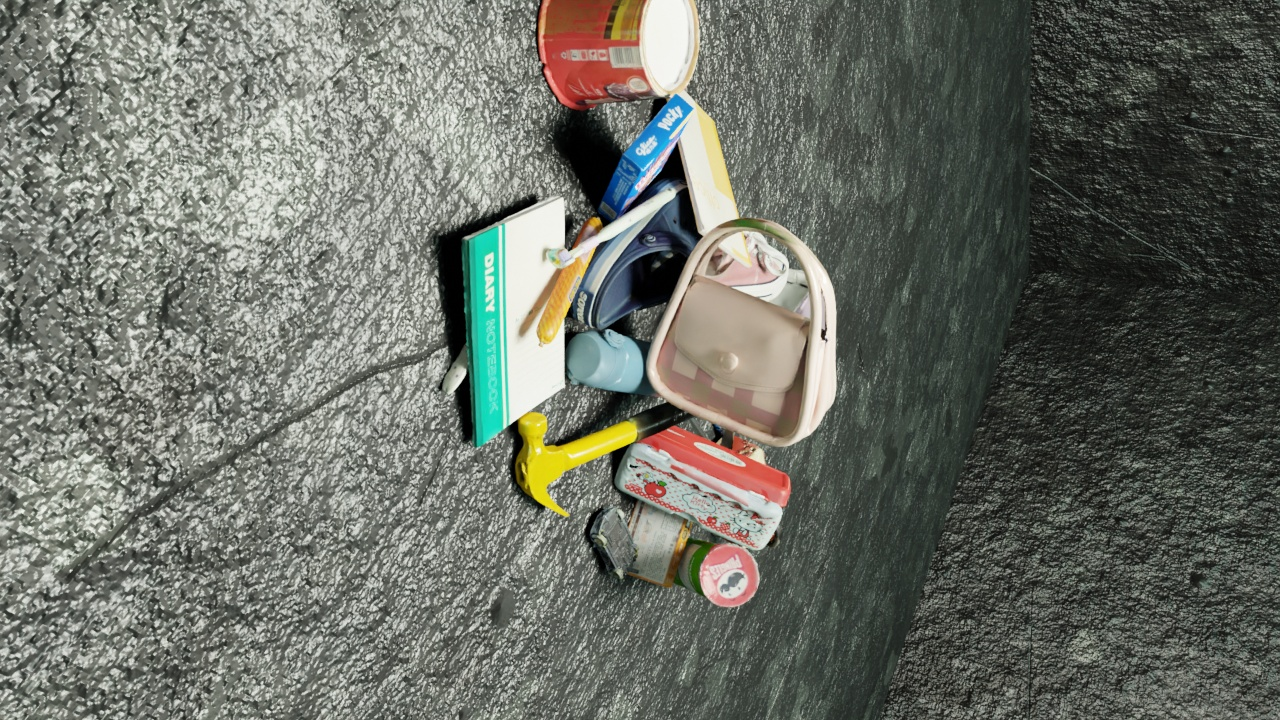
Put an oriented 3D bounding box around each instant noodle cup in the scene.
[{"bbox_3d":[-0.015,-0.307,0.880,0.137,0.109,0.138,-29,125,-52],"label":"instant noodle cup"}]

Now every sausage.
[{"bbox_3d":[-0.069,-0.080,0.902,0.021,0.021,0.164,60,43,-49],"label":"sausage"}]

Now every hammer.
[{"bbox_3d":[-0.012,0.079,1.028,0.299,0.033,0.129,-20,123,-37],"label":"hammer"}]

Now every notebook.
[{"bbox_3d":[0.077,-0.220,1.069,0.145,0.010,0.206,22,52,-60],"label":"notebook"},{"bbox_3d":[-0.117,-0.038,0.874,0.150,0.012,0.209,-39,138,-52],"label":"notebook"}]

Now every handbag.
[{"bbox_3d":[0.114,-0.040,0.952,0.093,0.193,0.235,-38,143,-47],"label":"handbag"},{"bbox_3d":[0.221,-0.025,1.389,0.144,0.098,0.197,-62,147,-28],"label":"handbag"}]

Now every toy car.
[{"bbox_3d":[-0.034,0.220,1.113,0.048,0.031,0.106,-53,138,-36],"label":"toy car"}]

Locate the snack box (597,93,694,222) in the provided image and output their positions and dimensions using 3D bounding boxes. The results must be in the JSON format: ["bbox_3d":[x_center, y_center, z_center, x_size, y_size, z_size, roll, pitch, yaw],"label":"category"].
[{"bbox_3d":[0.002,-0.198,0.923,0.084,0.026,0.157,-51,-178,-15],"label":"snack box"}]

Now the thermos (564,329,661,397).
[{"bbox_3d":[-0.006,0.006,1.049,0.220,0.070,0.070,12,90,-60],"label":"thermos"}]

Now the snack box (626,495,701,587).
[{"bbox_3d":[0.027,0.204,1.166,0.026,0.075,0.153,37,69,-56],"label":"snack box"}]

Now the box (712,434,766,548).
[{"bbox_3d":[0.150,0.196,1.354,0.091,0.078,0.168,-41,136,-28],"label":"box"}]

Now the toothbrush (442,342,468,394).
[{"bbox_3d":[-0.136,-0.045,0.865,0.187,0.016,0.017,-63,156,-24],"label":"toothbrush"}]

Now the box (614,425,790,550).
[{"bbox_3d":[0.073,0.155,1.115,0.095,0.201,0.100,-50,163,-77],"label":"box"}]

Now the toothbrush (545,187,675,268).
[{"bbox_3d":[-0.023,-0.138,0.927,0.189,0.029,0.020,-37,146,-40],"label":"toothbrush"}]

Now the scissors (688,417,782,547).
[{"bbox_3d":[0.110,0.158,1.215,0.021,0.221,0.234,-25,149,-31],"label":"scissors"}]

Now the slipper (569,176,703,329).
[{"bbox_3d":[0.019,-0.115,1.001,0.252,0.095,0.105,-45,159,-42],"label":"slipper"}]

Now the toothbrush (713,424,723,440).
[{"bbox_3d":[0.111,0.097,1.332,0.016,0.014,0.190,-54,143,-34],"label":"toothbrush"}]

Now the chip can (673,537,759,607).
[{"bbox_3d":[0.083,0.263,1.164,0.236,0.072,0.072,138,-29,-77],"label":"chip can"}]

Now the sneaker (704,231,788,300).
[{"bbox_3d":[0.130,-0.132,1.198,0.240,0.118,0.088,-15,134,-51],"label":"sneaker"}]
